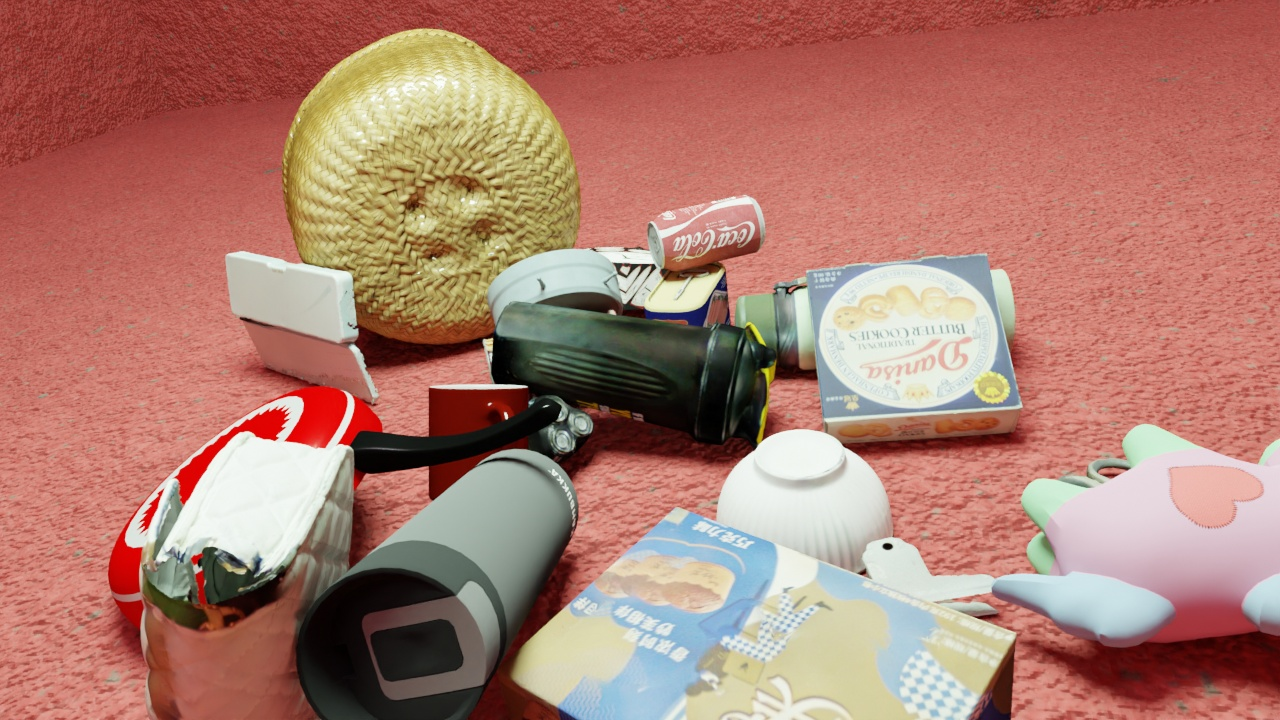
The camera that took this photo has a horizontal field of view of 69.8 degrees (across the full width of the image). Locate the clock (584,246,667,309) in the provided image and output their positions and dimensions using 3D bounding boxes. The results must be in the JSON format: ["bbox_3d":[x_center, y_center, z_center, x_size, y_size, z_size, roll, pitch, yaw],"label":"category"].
[{"bbox_3d":[-0.002,-0.082,0.973,0.115,0.065,0.154,17,20,41],"label":"clock"}]

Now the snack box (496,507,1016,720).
[{"bbox_3d":[0.056,0.168,0.455,0.203,0.069,0.154,14,36,38],"label":"snack box"}]

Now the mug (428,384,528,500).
[{"bbox_3d":[-0.112,0.061,0.667,0.073,0.082,0.106,0,1,-29],"label":"mug"}]

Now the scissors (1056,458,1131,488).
[{"bbox_3d":[0.324,0.111,0.558,0.121,0.013,0.170,-7,30,2],"label":"scissors"}]

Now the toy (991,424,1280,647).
[{"bbox_3d":[0.310,0.102,0.478,0.222,0.120,0.171,-23,26,-11],"label":"toy"}]

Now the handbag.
[{"bbox_3d":[-0.191,0.140,0.441,0.072,0.195,0.138,9,25,-6],"label":"handbag"}]

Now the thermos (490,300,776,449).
[{"bbox_3d":[-0.004,0.004,0.734,0.221,0.098,0.097,11,30,11],"label":"thermos"}]

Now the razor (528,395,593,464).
[{"bbox_3d":[-0.108,0.046,0.745,0.151,0.067,0.053,17,37,29],"label":"razor"}]

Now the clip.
[{"bbox_3d":[0.153,0.127,0.543,0.102,0.050,0.058,-8,39,-2],"label":"clip"}]

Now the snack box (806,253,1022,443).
[{"bbox_3d":[0.209,-0.010,0.720,0.144,0.043,0.144,-5,58,8],"label":"snack box"}]

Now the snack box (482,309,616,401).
[{"bbox_3d":[-0.075,0.001,0.825,0.121,0.072,0.072,-12,27,-7],"label":"snack box"}]

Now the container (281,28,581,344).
[{"bbox_3d":[-0.217,-0.166,0.955,0.306,0.307,0.196,-15,31,-13],"label":"container"}]

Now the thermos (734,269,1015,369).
[{"bbox_3d":[0.199,-0.036,0.805,0.231,0.082,0.082,-4,27,9],"label":"thermos"}]

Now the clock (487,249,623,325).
[{"bbox_3d":[-0.082,-0.046,0.862,0.122,0.160,0.045,-6,64,-24],"label":"clock"}]

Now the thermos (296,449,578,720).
[{"bbox_3d":[-0.094,0.114,0.504,0.082,0.082,0.240,-5,6,6],"label":"thermos"}]

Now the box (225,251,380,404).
[{"bbox_3d":[-0.336,-0.034,0.899,0.197,0.135,0.040,14,26,37],"label":"box"}]

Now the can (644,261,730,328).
[{"bbox_3d":[0.045,-0.028,0.822,0.057,0.092,0.116,2,28,20],"label":"can"}]

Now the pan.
[{"bbox_3d":[-0.215,0.073,0.621,0.357,0.067,0.208,-22,27,23],"label":"pan"}]

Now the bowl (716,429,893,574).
[{"bbox_3d":[0.107,0.087,0.610,0.118,0.062,0.118,-7,26,3],"label":"bowl"}]

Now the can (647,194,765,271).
[{"bbox_3d":[0.058,-0.113,0.821,0.096,0.054,0.054,-14,27,-11],"label":"can"}]
